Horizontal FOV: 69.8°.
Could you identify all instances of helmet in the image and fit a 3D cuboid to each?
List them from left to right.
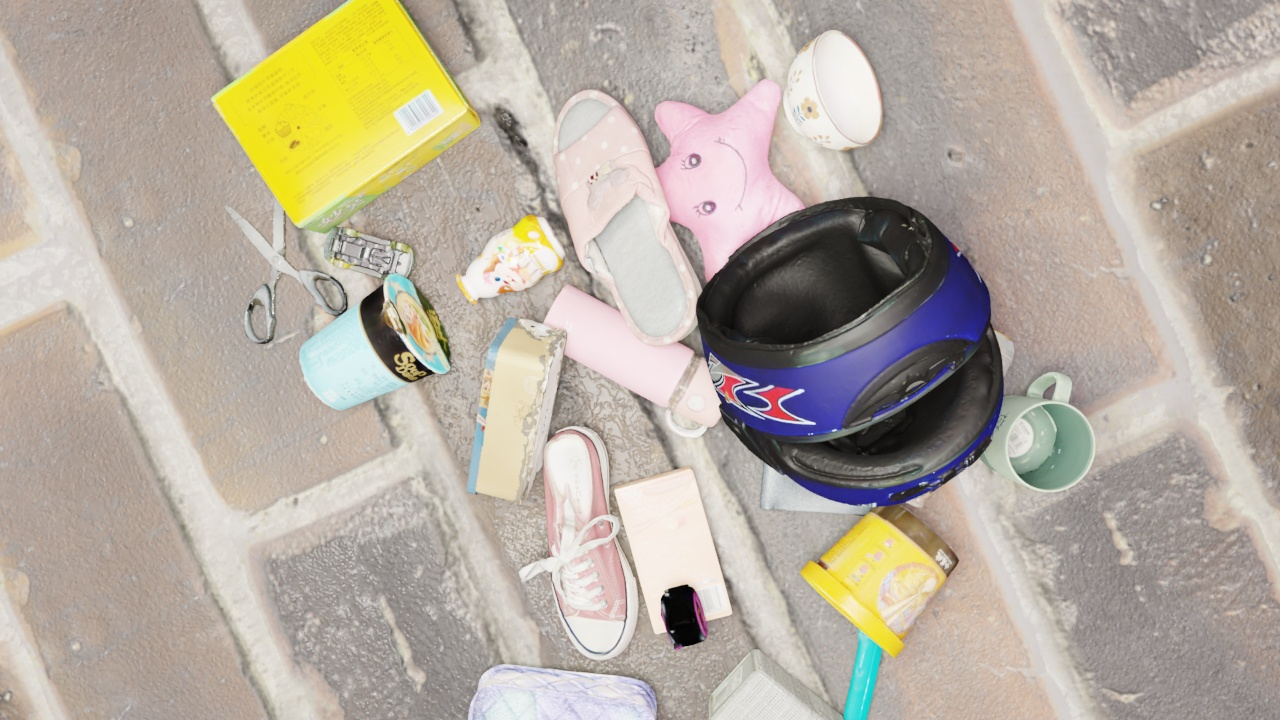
[{"bbox_3d":[0.192,0.008,0.792,0.247,0.315,0.240,-35,110,2],"label":"helmet"}]

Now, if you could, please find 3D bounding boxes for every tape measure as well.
[{"bbox_3d":[0.041,0.253,0.904,0.039,0.057,0.058,-18,133,7],"label":"tape measure"}]

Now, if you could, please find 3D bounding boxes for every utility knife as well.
[{"bbox_3d":[0.224,0.350,0.950,0.029,0.013,0.196,12,90,1],"label":"utility knife"}]

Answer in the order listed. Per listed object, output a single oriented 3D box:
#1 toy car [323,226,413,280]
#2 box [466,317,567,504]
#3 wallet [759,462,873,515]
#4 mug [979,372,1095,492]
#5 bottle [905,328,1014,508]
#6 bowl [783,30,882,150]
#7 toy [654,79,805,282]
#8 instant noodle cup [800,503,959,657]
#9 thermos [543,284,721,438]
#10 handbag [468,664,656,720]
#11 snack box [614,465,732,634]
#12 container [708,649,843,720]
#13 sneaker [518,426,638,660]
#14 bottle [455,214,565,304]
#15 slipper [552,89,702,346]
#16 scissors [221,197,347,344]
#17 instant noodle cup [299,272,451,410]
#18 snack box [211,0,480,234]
[{"bbox_3d":[-0.276,-0.108,0.941,0.091,0.036,0.043,17,91,2],"label":"toy car"},{"bbox_3d":[-0.121,0.055,0.892,0.064,0.089,0.185,16,116,2],"label":"box"},{"bbox_3d":[0.186,0.109,0.942,0.121,0.019,0.097,4,94,1],"label":"wallet"},{"bbox_3d":[0.380,0.064,0.887,0.082,0.106,0.112,19,93,2],"label":"mug"},{"bbox_3d":[0.302,0.055,0.909,0.068,0.068,0.189,25,93,1],"label":"bottle"},{"bbox_3d":[0.180,-0.255,0.895,0.062,0.113,0.113,-17,92,45],"label":"bowl"},{"bbox_3d":[0.071,-0.168,0.907,0.179,0.074,0.194,-11,94,15],"label":"toy"},{"bbox_3d":[0.237,0.207,0.898,0.118,0.118,0.114,42,85,0],"label":"instant noodle cup"},{"bbox_3d":[-0.005,0.005,0.925,0.198,0.067,0.087,29,118,-1],"label":"thermos"},{"bbox_3d":[-0.077,0.387,0.934,0.194,0.075,0.134,6,97,3],"label":"handbag"},{"bbox_3d":[0.034,0.195,0.945,0.084,0.026,0.157,-15,91,3],"label":"snack box"},{"bbox_3d":[0.134,0.362,0.918,0.114,0.090,0.090,41,92,3],"label":"container"},{"bbox_3d":[-0.062,0.188,0.906,0.118,0.087,0.241,-5,96,19],"label":"sneaker"},{"bbox_3d":[-0.131,-0.098,0.923,0.108,0.063,0.063,-31,91,3],"label":"bottle"},{"bbox_3d":[-0.022,-0.140,0.885,0.114,0.054,0.274,-29,75,30],"label":"slipper"},{"bbox_3d":[-0.375,-0.101,0.957,0.159,0.014,0.181,15,91,2],"label":"scissors"},{"bbox_3d":[-0.269,-0.011,0.915,0.120,0.111,0.111,-27,91,10],"label":"instant noodle cup"},{"bbox_3d":[-0.291,-0.249,0.919,0.210,0.070,0.157,-34,91,3],"label":"snack box"}]
